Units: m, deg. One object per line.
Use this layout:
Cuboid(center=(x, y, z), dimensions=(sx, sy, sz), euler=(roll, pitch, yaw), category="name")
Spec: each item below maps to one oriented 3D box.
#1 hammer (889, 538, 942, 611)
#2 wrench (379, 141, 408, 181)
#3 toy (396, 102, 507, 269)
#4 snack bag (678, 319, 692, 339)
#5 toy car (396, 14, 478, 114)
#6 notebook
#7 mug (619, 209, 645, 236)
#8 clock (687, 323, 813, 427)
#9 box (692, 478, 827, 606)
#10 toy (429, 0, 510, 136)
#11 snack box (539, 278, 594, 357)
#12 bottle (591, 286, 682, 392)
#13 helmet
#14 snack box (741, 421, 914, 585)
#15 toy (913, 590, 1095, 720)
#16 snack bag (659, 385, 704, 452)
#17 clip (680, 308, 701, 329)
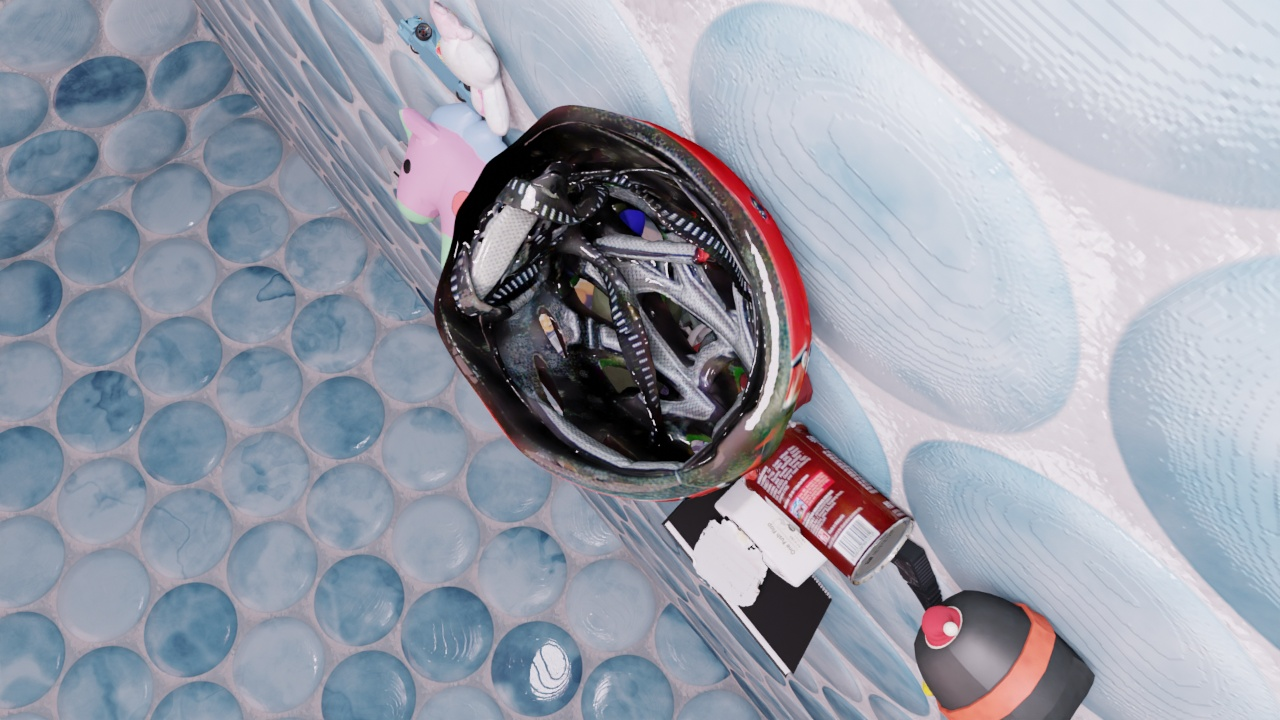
Cuboid(center=(0.159, 0.131, 0.879), dimensions=(0.325, 0.015, 0.095), euler=(35, 160, 53), category="hammer")
Cuboid(center=(-0.201, -0.169, 1.123), dimensions=(0.273, 0.018, 0.083), euler=(42, -151, -17), category="wrench")
Cuboid(center=(-0.155, -0.168, 0.936), dimensions=(0.222, 0.119, 0.171), euler=(16, 111, 16), category="toy")
Cuboid(center=(0.041, -0.010, 0.882), dimensions=(0.074, 0.018, 0.155), euler=(50, 167, 6), category="snack bag")
Cuboid(center=(-0.182, -0.285, 0.873), dimensions=(0.108, 0.027, 0.060), euler=(45, 169, -17), category="toy car")
Cuboid(center=(0.124, 0.225, 1.022), dimensions=(0.206, 0.148, 0.016), euler=(51, 124, 2), category="notebook")
Cuboid(center=(-0.040, -0.123, 0.729), dimensions=(0.111, 0.079, 0.083), euler=(18, 146, 46), category="mug")
Cuboid(center=(0.083, 0.011, 0.731), dimensions=(0.096, 0.048, 0.138), euler=(54, 166, -11), category="clock")
Cuboid(center=(0.108, 0.198, 0.949), dimensions=(0.110, 0.130, 0.103), euler=(50, 172, -5), category="box")
Cuboid(center=(-0.147, -0.260, 0.800), dimensions=(0.076, 0.037, 0.125), euler=(43, 163, 47), category="toy")
Cuboid(center=(-0.083, -0.084, 0.856), dimensions=(0.145, 0.145, 0.042), euler=(53, -150, -1), category="snack box")
Cuboid(center=(-0.010, -0.004, 0.784), dimensions=(0.071, 0.071, 0.207), euler=(47, 154, 20), category="bottle")
Cuboid(center=(-0.005, -0.033, 0.588), dimensions=(0.272, 0.218, 0.166), euler=(46, -159, 24), category="helmet")
Cuboid(center=(0.149, 0.113, 0.733), dimensions=(0.121, 0.072, 0.072), euler=(42, 164, 31), category="snack box")
Cuboid(center=(0.235, 0.205, 0.625), dimensions=(0.119, 0.100, 0.097), euler=(40, -148, 2), category="toy")
Cuboid(center=(-0.005, 0.005, 0.920), dimensions=(0.205, 0.058, 0.096), euler=(50, 168, 23), category="snack bag")
Cuboid(center=(0.039, -0.054, 0.764), dimensions=(0.047, 0.023, 0.076), euler=(39, 164, 38), category="clip")
